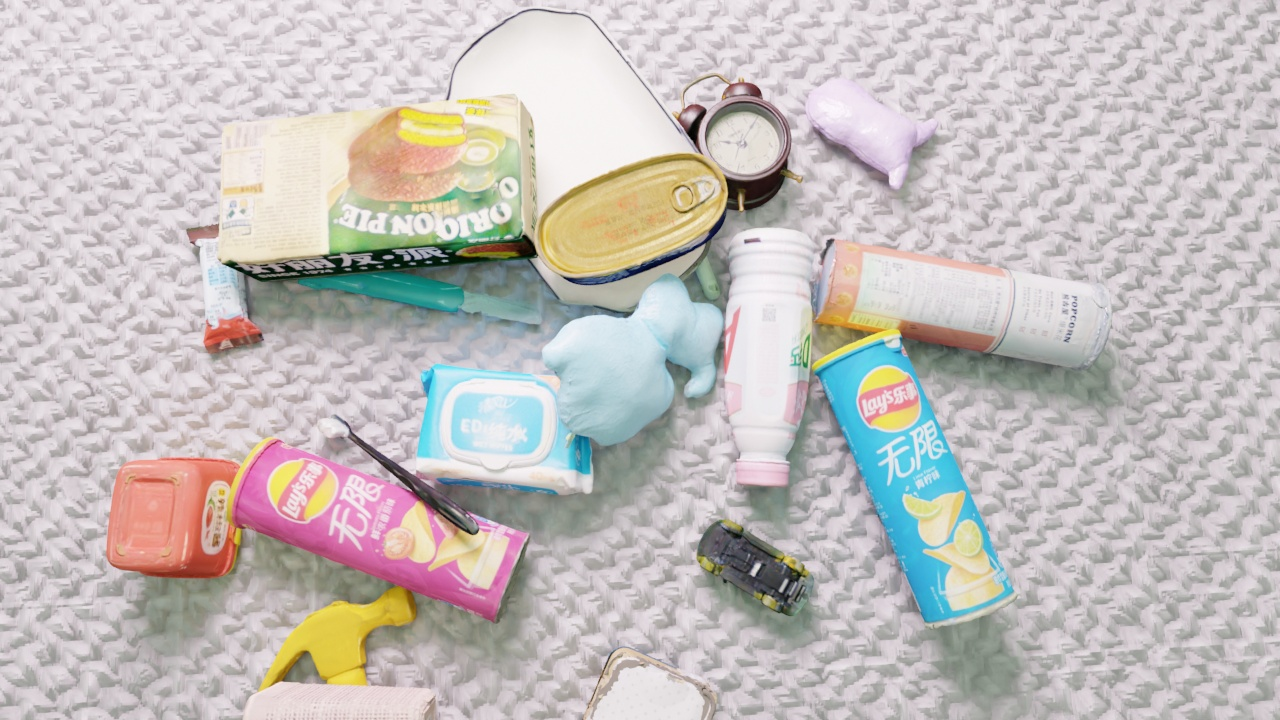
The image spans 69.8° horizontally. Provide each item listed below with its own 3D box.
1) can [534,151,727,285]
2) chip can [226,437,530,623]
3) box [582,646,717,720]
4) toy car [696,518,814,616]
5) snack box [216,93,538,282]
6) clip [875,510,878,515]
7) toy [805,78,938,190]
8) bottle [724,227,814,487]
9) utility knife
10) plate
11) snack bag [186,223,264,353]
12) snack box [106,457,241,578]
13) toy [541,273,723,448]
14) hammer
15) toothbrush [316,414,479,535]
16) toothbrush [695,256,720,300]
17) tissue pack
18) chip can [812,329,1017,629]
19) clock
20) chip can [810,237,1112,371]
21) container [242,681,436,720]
[{"bbox_3d":[-0.005,-0.105,0.694,0.148,0.049,0.074,-21,84,6],"label":"can"},{"bbox_3d":[-0.191,0.126,0.680,0.210,0.071,0.071,20,79,3],"label":"chip can"},{"bbox_3d":[-0.015,0.304,0.657,0.090,0.061,0.184,25,82,4],"label":"box"},{"bbox_3d":[0.086,0.157,0.698,0.091,0.036,0.043,32,81,4],"label":"toy car"},{"bbox_3d":[-0.201,-0.131,0.710,0.240,0.063,0.114,-5,80,7],"label":"snack box"},{"bbox_3d":[0.203,0.100,0.723,0.042,0.014,0.056,22,80,4],"label":"clip"},{"bbox_3d":[0.190,-0.199,0.768,0.108,0.039,0.083,34,66,10],"label":"toy"},{"bbox_3d":[0.098,-0.001,0.715,0.068,0.068,0.196,4,82,-1],"label":"bottle"},{"bbox_3d":[-0.184,-0.055,0.745,0.216,0.013,0.029,12,77,4],"label":"utility knife"},{"bbox_3d":[-0.049,-0.162,0.748,0.162,0.034,0.265,-37,82,3],"label":"plate"},{"bbox_3d":[-0.334,-0.060,0.736,0.048,0.026,0.104,-13,79,-10],"label":"snack bag"},{"bbox_3d":[-0.345,0.115,0.675,0.082,0.080,0.091,1,79,0],"label":"snack box"},{"bbox_3d":[-0.004,0.004,0.686,0.161,0.050,0.156,35,73,-38],"label":"toy"},{"bbox_3d":[-0.186,0.323,0.662,0.128,0.033,0.300,-20,80,-4],"label":"hammer"},{"bbox_3d":[-0.181,0.083,0.676,0.181,0.018,0.016,27,111,31],"label":"toothbrush"},{"bbox_3d":[0.029,-0.138,0.762,0.029,0.020,0.189,-16,81,-25],"label":"toothbrush"},{"bbox_3d":[-0.102,0.052,0.700,0.140,0.063,0.090,5,78,0],"label":"tissue pack"},{"bbox_3d":[0.202,0.086,0.682,0.071,0.071,0.210,-21,78,-5],"label":"chip can"},{"bbox_3d":[0.076,-0.181,0.753,0.082,0.055,0.122,-28,79,-6],"label":"clock"},{"bbox_3d":[0.247,-0.045,0.722,0.215,0.071,0.071,10,79,1],"label":"chip can"},{"bbox_3d":[-0.198,0.265,0.614,0.111,0.090,0.089,0,78,-5],"label":"container"}]
